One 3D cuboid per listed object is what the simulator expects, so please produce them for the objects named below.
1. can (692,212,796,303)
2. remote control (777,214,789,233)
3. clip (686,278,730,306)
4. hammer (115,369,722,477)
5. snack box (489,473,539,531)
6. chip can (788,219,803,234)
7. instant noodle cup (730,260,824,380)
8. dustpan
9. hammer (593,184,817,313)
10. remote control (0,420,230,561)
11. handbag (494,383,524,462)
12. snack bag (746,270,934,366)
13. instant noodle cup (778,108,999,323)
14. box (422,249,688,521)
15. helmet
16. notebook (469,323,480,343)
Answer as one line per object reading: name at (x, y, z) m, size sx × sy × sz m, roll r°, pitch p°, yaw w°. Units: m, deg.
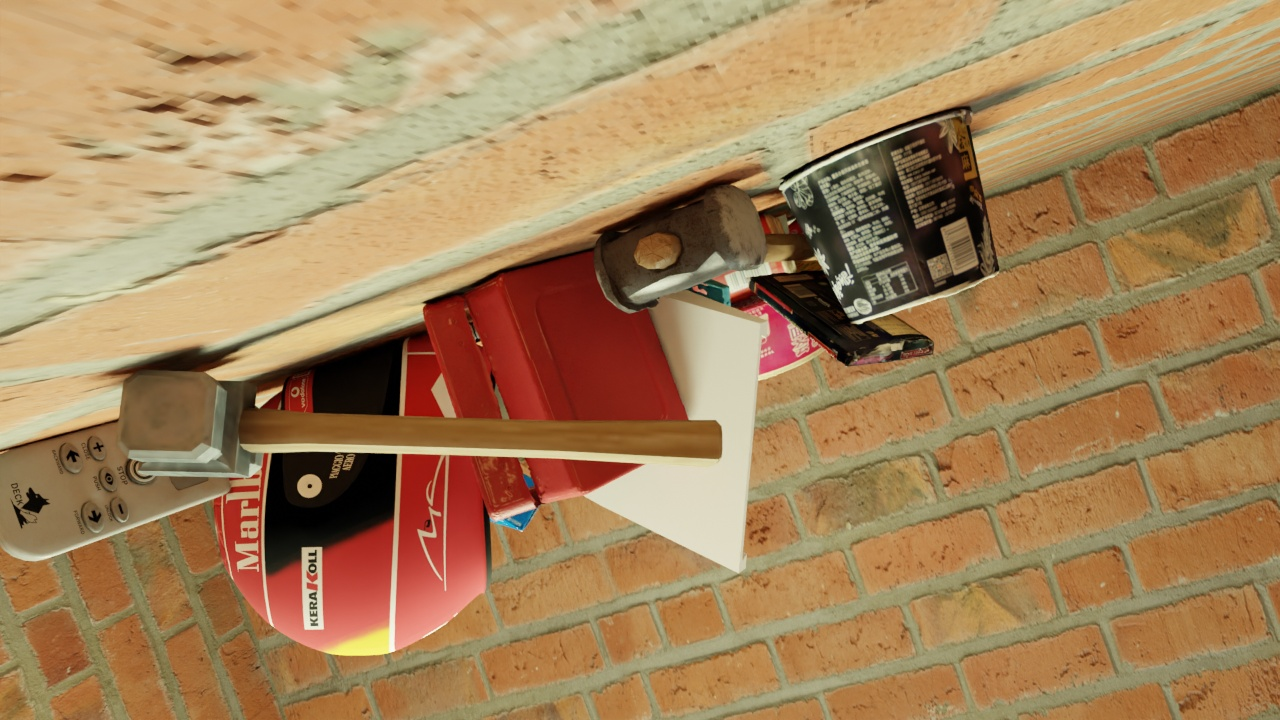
can at (0.053, -0.076, 0.832) m, size 0.170 × 0.067 × 0.067 m, roll -20°, pitch -179°, yaw 9°
remote control at (0.084, -0.111, 0.922) m, size 0.143 × 0.024 × 0.050 m, roll -21°, pitch -179°, yaw -15°
clip at (0.033, -0.068, 0.743) m, size 0.130 × 0.031 × 0.120 m, roll 14°, pitch -151°, yaw 37°
hammer at (-0.113, 0.043, 0.528) m, size 0.322 × 0.051 × 0.117 m, roll 2°, pitch 168°, yaw -9°
snack box at (-0.231, 0.099, 0.983) m, size 0.056 × 0.239 × 0.196 m, roll -61°, pitch -166°, yaw -15°
chip can at (0.110, -0.063, 1.016) m, size 0.233 × 0.073 × 0.073 m, roll -39°, pitch 177°, yaw 11°
instant noodle cup at (0.115, -0.039, 0.899) m, size 0.179 × 0.078 × 0.178 m, roll -20°, pitch -165°, yaw 6°
dustpan at (-0.005, 0.025, 0.727) m, size 0.258 × 0.192 × 0.053 m, roll 19°, pitch -153°, yaw 37°
hammer at (0.085, -0.081, 0.668) m, size 0.098 × 0.052 × 0.327 m, roll -19°, pitch 177°, yaw 30°
remote control at (-0.364, 0.081, 0.634) m, size 0.019 × 0.074 × 0.150 m, roll -18°, pitch -178°, yaw 36°
handbag at (-0.152, 0.037, 1.081) m, size 0.096 × 0.142 × 0.198 m, roll -22°, pitch -172°, yaw -3°
snack bag at (0.149, -0.037, 0.700) m, size 0.074 × 0.018 × 0.155 m, roll -7°, pitch -152°, yaw -19°
instant noodle cup at (0.175, -0.092, 0.628) m, size 0.137 × 0.112 × 0.137 m, roll -19°, pitch 180°, yaw 0°
box at (-0.055, 0.013, 0.639) m, size 0.156 × 0.157 × 0.147 m, roll -18°, pitch -178°, yaw 3°
helmet at (-0.237, 0.108, 0.777) m, size 0.224 × 0.270 × 0.198 m, roll 1°, pitch 168°, yaw -12°
notebook at (-0.174, -0.025, 0.946) m, size 0.206 × 0.016 × 0.149 m, roll -20°, pitch -178°, yaw -5°
